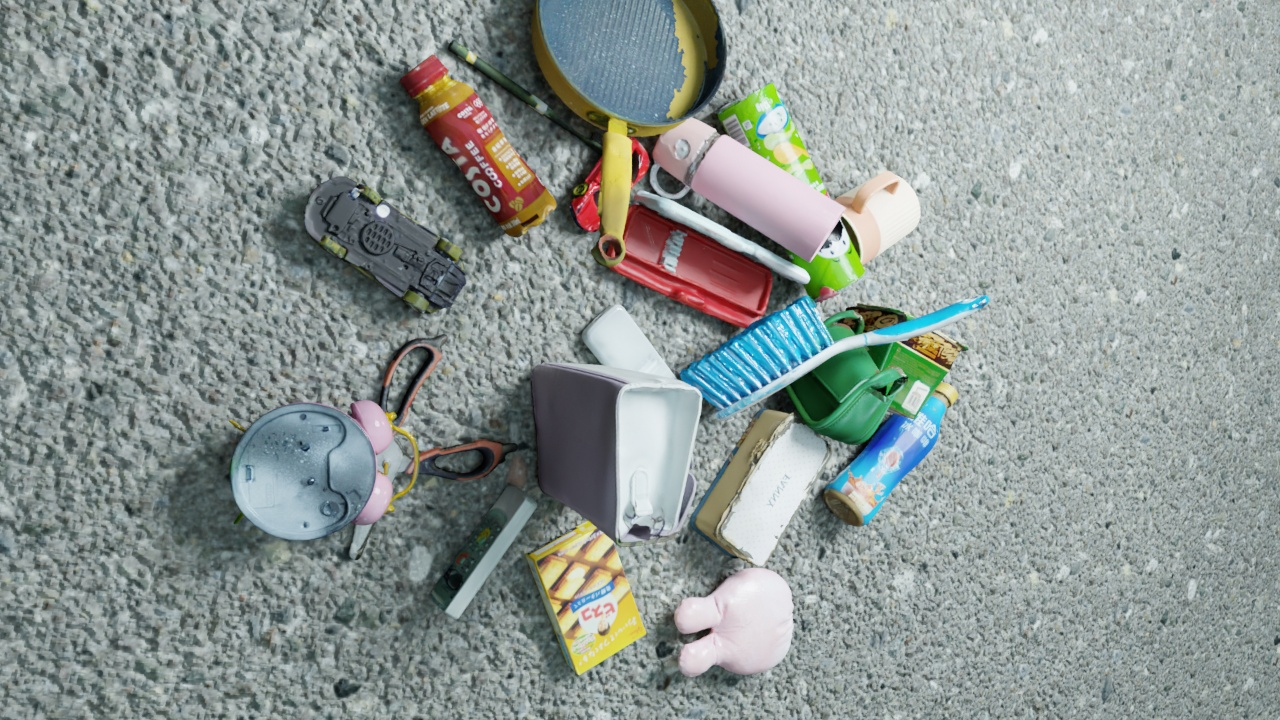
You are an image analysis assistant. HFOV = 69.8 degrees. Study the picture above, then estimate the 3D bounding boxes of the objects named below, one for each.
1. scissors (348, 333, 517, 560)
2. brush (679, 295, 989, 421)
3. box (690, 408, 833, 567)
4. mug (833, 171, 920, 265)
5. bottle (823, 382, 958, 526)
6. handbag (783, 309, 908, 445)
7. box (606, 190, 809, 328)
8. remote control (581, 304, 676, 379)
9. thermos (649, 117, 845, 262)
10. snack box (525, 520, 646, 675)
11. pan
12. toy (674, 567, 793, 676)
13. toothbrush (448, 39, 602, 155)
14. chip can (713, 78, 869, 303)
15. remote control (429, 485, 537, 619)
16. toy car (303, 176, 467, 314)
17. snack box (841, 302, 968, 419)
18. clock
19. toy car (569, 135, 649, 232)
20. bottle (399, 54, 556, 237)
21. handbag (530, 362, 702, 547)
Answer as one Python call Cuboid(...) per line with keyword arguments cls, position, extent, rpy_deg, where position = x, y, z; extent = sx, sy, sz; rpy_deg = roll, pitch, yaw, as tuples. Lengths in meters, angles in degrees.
Cuboid(cls="scissors", position=(-0.225, 0.080, 0.861), extent=(0.222, 0.015, 0.189), rpy_deg=(-15, 101, -23))
Cuboid(cls="brush", position=(0.201, -0.025, 0.970), extent=(0.315, 0.060, 0.109), rpy_deg=(-32, 92, 10))
Cuboid(cls="box", position=(0.135, 0.148, 1.040), extent=(0.090, 0.062, 0.184), rpy_deg=(42, 77, -24))
Cuboid(cls="mug", position=(0.260, -0.168, 1.049), extent=(0.105, 0.115, 0.081), rpy_deg=(-32, 65, -24))
Cuboid(cls="bottle", position=(0.316, 0.109, 1.130), extent=(0.218, 0.065, 0.065), rpy_deg=(-43, 113, -19))
Cuboid(cls="handbag", position=(0.226, 0.021, 1.027), extent=(0.068, 0.131, 0.120), rpy_deg=(26, 118, -33))
Cuboid(cls="box", position=(0.075, -0.103, 0.957), extent=(0.201, 0.102, 0.095), rpy_deg=(22, 84, -28))
Cuboid(cls="remote control", position=(-0.006, 0.006, 0.970), extent=(0.055, 0.020, 0.136), rpy_deg=(-45, 113, -18))
Cuboid(cls="thermos", position=(0.103, -0.171, 0.940), extent=(0.198, 0.067, 0.087), rpy_deg=(32, 109, 7))
Cuboid(cls="snack box", position=(-0.056, 0.246, 0.962), extent=(0.086, 0.034, 0.140), rpy_deg=(-24, 108, -24))
Cuboid(cls="pan", position=(-0.016, -0.242, 0.855), extent=(0.197, 0.078, 0.356), rpy_deg=(15, 73, -20))
Cuboid(cls="toy", position=(0.107, 0.300, 1.042), extent=(0.159, 0.054, 0.121), rpy_deg=(-1, 89, -29))
Cuboid(cls="toothbrush", position=(-0.105, -0.256, 0.895), extent=(0.185, 0.012, 0.017), rpy_deg=(30, 75, -27))
Cuboid(cls="chip can", position=(0.164, -0.180, 0.993), extent=(0.072, 0.072, 0.236), rpy_deg=(-32, 99, -22))
Cuboid(cls="remote control", position=(-0.152, 0.183, 0.889), extent=(0.019, 0.056, 0.135), rpy_deg=(41, 77, -25))
Cuboid(cls="toy car", position=(-0.228, -0.103, 0.826), extent=(0.158, 0.042, 0.070), rpy_deg=(37, 77, -27))
Cuboid(cls="snack box", position=(0.293, 0.005, 1.080), extent=(0.118, 0.118, 0.105), rpy_deg=(23, 88, -27))
Cuboid(cls="clock", position=(-0.274, 0.092, 0.803), extent=(0.158, 0.060, 0.117), rpy_deg=(-1, 93, -19))
Cuboid(cls="toy car", position=(-0.030, -0.177, 0.926), extent=(0.106, 0.031, 0.049), rpy_deg=(-55, 135, -11))
Cuboid(cls="bottle", position=(-0.151, -0.198, 0.850), extent=(0.057, 0.057, 0.175), rpy_deg=(-45, 113, -17))
Cuboid(cls="handbag", position=(-0.029, 0.080, 0.865), extent=(0.098, 0.197, 0.145), rpy_deg=(6, 93, -28))
